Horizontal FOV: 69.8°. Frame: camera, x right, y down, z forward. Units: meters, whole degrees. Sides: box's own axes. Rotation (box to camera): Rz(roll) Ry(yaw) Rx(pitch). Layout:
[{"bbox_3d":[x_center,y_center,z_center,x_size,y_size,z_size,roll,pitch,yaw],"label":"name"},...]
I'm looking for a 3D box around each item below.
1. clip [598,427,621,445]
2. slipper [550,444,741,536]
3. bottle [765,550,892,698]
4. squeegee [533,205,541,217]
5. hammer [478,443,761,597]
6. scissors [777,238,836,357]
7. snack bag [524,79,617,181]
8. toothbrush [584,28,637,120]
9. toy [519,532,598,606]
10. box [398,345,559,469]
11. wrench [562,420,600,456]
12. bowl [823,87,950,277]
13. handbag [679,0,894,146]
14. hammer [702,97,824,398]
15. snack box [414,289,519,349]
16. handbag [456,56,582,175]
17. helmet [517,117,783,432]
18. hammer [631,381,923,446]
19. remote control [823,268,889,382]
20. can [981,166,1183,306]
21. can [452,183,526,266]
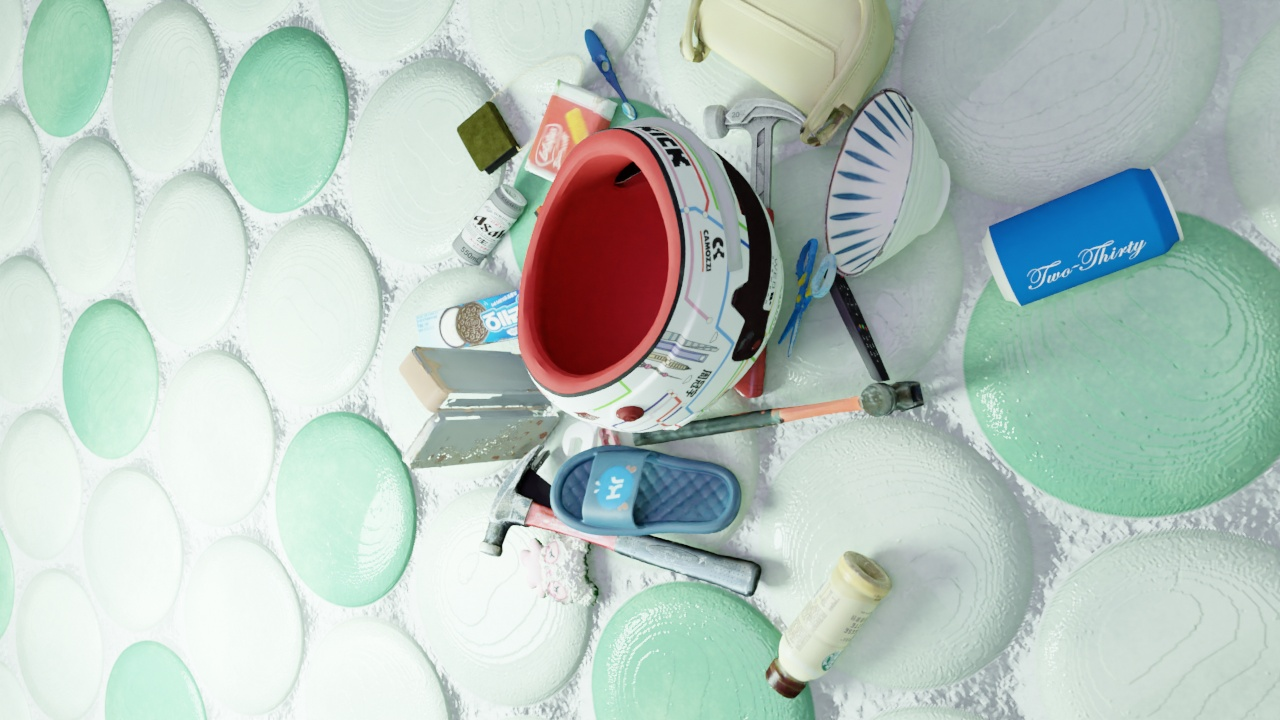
[{"bbox_3d":[-0.037,0.106,1.071,0.037,0.022,0.058,-20,75,31],"label":"clip"},{"bbox_3d":[0.003,0.139,1.004,0.214,0.059,0.103,1,65,14],"label":"slipper"},{"bbox_3d":[0.186,0.271,0.929,0.056,0.056,0.162,39,108,23],"label":"bottle"},{"bbox_3d":[0.005,-0.135,1.029,0.185,0.055,0.249,-38,72,12],"label":"squeegee"},{"bbox_3d":[-0.021,0.194,1.039,0.326,0.036,0.140,13,71,21],"label":"hammer"},{"bbox_3d":[0.170,-0.059,0.933,0.019,0.105,0.132,12,94,-13],"label":"scissors"},{"bbox_3d":[-0.083,-0.264,1.083,0.077,0.036,0.116,27,103,19],"label":"snack bag"},{"bbox_3d":[-0.037,-0.336,1.072,0.021,0.016,0.132,-32,76,21],"label":"toothbrush"},{"bbox_3d":[-0.103,0.250,1.097,0.109,0.041,0.095,-10,86,33],"label":"toy"},{"bbox_3d":[-0.187,0.050,1.042,0.096,0.216,0.105,-43,68,22],"label":"box"},{"bbox_3d":[-0.006,0.006,1.049,0.274,0.009,0.047,-54,51,15],"label":"wrench"},{"bbox_3d":[0.243,-0.162,0.872,0.071,0.177,0.177,9,95,-12],"label":"bowl"},{"bbox_3d":[0.154,-0.347,0.928,0.233,0.088,0.191,44,112,25],"label":"handbag"},{"bbox_3d":[0.126,-0.118,0.976,0.126,0.036,0.315,3,92,26],"label":"hammer"},{"bbox_3d":[-0.172,-0.050,1.123,0.227,0.059,0.059,-11,88,27],"label":"snack box"},{"bbox_3d":[-0.142,-0.309,1.130,0.178,0.027,0.084,-35,76,19],"label":"handbag"},{"bbox_3d":[0.022,-0.075,0.880,0.231,0.235,0.315,46,126,29],"label":"helmet"},{"bbox_3d":[0.125,0.058,0.939,0.334,0.132,0.033,-12,85,37],"label":"hammer"},{"bbox_3d":[0.217,-0.035,0.921,0.010,0.039,0.124,-29,78,30],"label":"remote control"},{"bbox_3d":[0.384,-0.108,0.807,0.146,0.078,0.079,-23,79,27],"label":"can"},{"bbox_3d":[-0.189,-0.167,1.139,0.107,0.044,0.044,-46,70,21],"label":"can"}]
